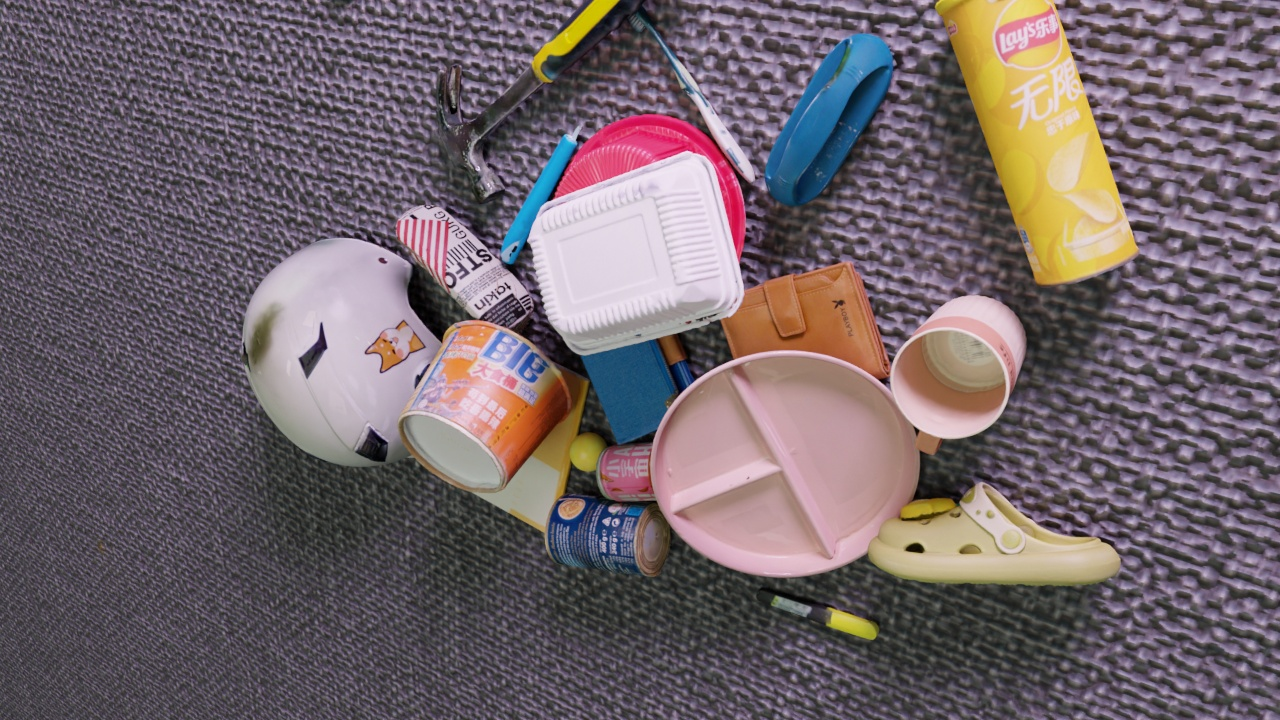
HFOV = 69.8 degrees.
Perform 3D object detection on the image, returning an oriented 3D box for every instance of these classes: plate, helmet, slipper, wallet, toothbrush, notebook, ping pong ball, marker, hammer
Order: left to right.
[{"bbox_3d":[-0.340,0.009,1.012,0.231,0.156,0.274,-3,106,32],"label":"helmet"},{"bbox_3d":[-0.135,0.080,1.006,0.146,0.010,0.207,25,119,20],"label":"notebook"},{"bbox_3d":[-0.078,-0.270,0.813,0.324,0.031,0.126,-29,92,39],"label":"hammer"},{"bbox_3d":[-0.053,0.094,0.944,0.040,0.040,0.040,11,114,27],"label":"ping pong ball"},{"bbox_3d":[-0.005,0.005,0.882,0.107,0.040,0.133,-26,87,35],"label":"wallet"},{"bbox_3d":[0.041,-0.229,0.780,0.018,0.016,0.191,-34,89,45],"label":"toothbrush"},{"bbox_3d":[0.124,0.091,0.798,0.229,0.028,0.230,2,116,4],"label":"plate"},{"bbox_3d":[0.138,-0.022,0.793,0.132,0.031,0.108,-13,103,32],"label":"wallet"},{"bbox_3d":[0.169,0.243,0.886,0.124,0.015,0.018,11,113,30],"label":"marker"},{"bbox_3d":[0.283,0.140,0.746,0.191,0.091,0.081,-3,83,30],"label":"slipper"}]

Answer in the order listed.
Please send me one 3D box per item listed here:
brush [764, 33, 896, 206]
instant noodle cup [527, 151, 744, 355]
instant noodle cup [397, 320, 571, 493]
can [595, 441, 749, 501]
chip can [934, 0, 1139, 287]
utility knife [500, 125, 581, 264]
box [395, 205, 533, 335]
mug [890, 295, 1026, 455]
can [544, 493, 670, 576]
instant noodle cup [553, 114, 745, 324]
[{"bbox_3d":[0.141,-0.181,0.703,0.055,0.073,0.144,36,122,9],"label":"brush"},{"bbox_3d":[-0.015,-0.082,0.741,0.174,0.060,0.138,-14,91,30],"label":"instant noodle cup"},{"bbox_3d":[-0.158,0.052,0.902,0.151,0.111,0.152,20,143,15],"label":"instant noodle cup"},{"bbox_3d":[0.031,0.106,0.888,0.148,0.057,0.058,-7,104,32],"label":"can"},{"bbox_3d":[0.274,-0.161,0.634,0.072,0.071,0.213,-18,100,34],"label":"chip can"},{"bbox_3d":[-0.094,-0.161,0.878,0.018,0.034,0.160,22,124,-20],"label":"utility knife"},{"bbox_3d":[-0.179,-0.086,0.942,0.163,0.076,0.088,41,152,8],"label":"box"},{"bbox_3d":[0.240,0.015,0.699,0.082,0.105,0.115,22,118,22],"label":"mug"},{"bbox_3d":[-0.032,0.179,0.943,0.111,0.075,0.075,1,108,30],"label":"can"},{"bbox_3d":[-0.008,-0.118,0.802,0.194,0.065,0.194,4,99,26],"label":"instant noodle cup"}]
